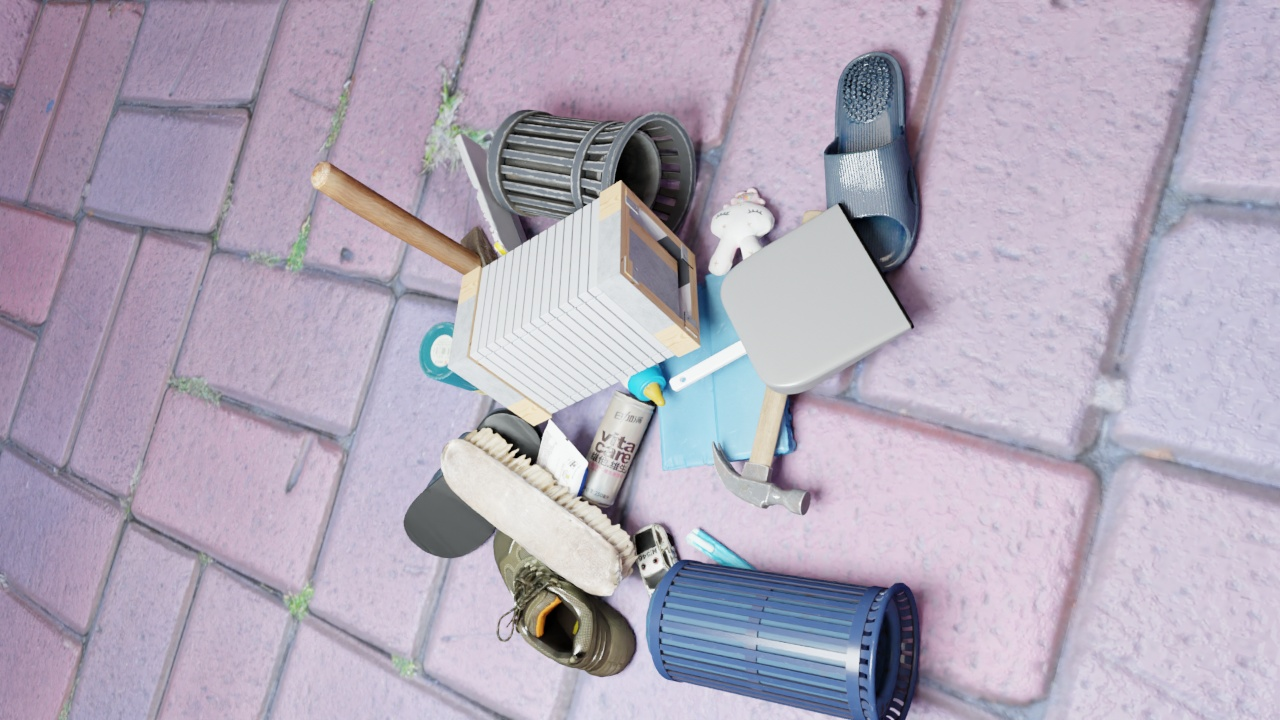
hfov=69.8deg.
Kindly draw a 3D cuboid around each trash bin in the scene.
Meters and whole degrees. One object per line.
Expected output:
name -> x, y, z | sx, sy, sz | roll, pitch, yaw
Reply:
trash bin -> -0.075, -0.059, 1.056 | 0.248, 0.142, 0.142 | -26, 44, 28
trash bin -> -0.070, -0.238, 1.160 | 0.228, 0.164, 0.164 | 17, 88, 37
trash bin -> 0.136, 0.278, 0.923 | 0.250, 0.139, 0.139 | 0, 79, 33

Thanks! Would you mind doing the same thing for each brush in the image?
brush -> -0.123, 0.174, 1.069 | 0.271, 0.056, 0.083 | 32, 117, 20

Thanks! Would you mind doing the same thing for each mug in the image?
mug -> -0.220, -0.003, 1.224 | 0.114, 0.107, 0.083 | 3, 78, 32

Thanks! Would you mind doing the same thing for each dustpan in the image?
dustpan -> 0.140, -0.036, 0.991 | 0.258, 0.033, 0.163 | -30, 64, 13

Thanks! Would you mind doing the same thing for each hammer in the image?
hammer -> -0.297, -0.174, 1.196 | 0.037, 0.300, 0.157 | -40, 49, 17
hammer -> 0.157, -0.005, 0.999 | 0.119, 0.030, 0.331 | 11, 87, 33

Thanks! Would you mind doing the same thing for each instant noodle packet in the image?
instant noodle packet -> -0.103, 0.150, 1.109 | 0.087, 0.026, 0.134 | 44, 128, 39

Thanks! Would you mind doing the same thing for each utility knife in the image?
utility knife -> 0.099, 0.226, 1.031 | 0.117, 0.015, 0.022 | 32, 99, 30

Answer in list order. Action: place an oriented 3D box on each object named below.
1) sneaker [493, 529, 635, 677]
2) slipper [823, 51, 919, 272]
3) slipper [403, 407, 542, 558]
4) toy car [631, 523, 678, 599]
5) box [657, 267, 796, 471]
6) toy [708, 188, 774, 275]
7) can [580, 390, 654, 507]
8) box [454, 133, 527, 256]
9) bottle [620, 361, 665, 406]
sneaker -> -0.126, 0.281, 1.078 | 0.238, 0.142, 0.101 | 40, 101, 32
slipper -> 0.244, -0.228, 1.009 | 0.101, 0.082, 0.263 | -6, 75, 32
slipper -> -0.210, 0.153, 1.206 | 0.109, 0.083, 0.266 | 35, 115, -8
toy car -> 0.022, 0.244, 1.057 | 0.049, 0.040, 0.112 | -32, 65, 23
box -> 0.090, 0.009, 1.080 | 0.175, 0.033, 0.231 | -14, 72, 31
toy -> 0.119, -0.158, 1.080 | 0.076, 0.037, 0.125 | -3, 58, 26
can -> -0.033, 0.108, 1.115 | 0.054, 0.054, 0.135 | 25, 92, 33
box -> -0.191, -0.204, 1.243 | 0.034, 0.129, 0.209 | -27, 65, 10
bottle -> -0.007, 0.006, 1.112 | 0.051, 0.051, 0.146 | -47, 49, 13
